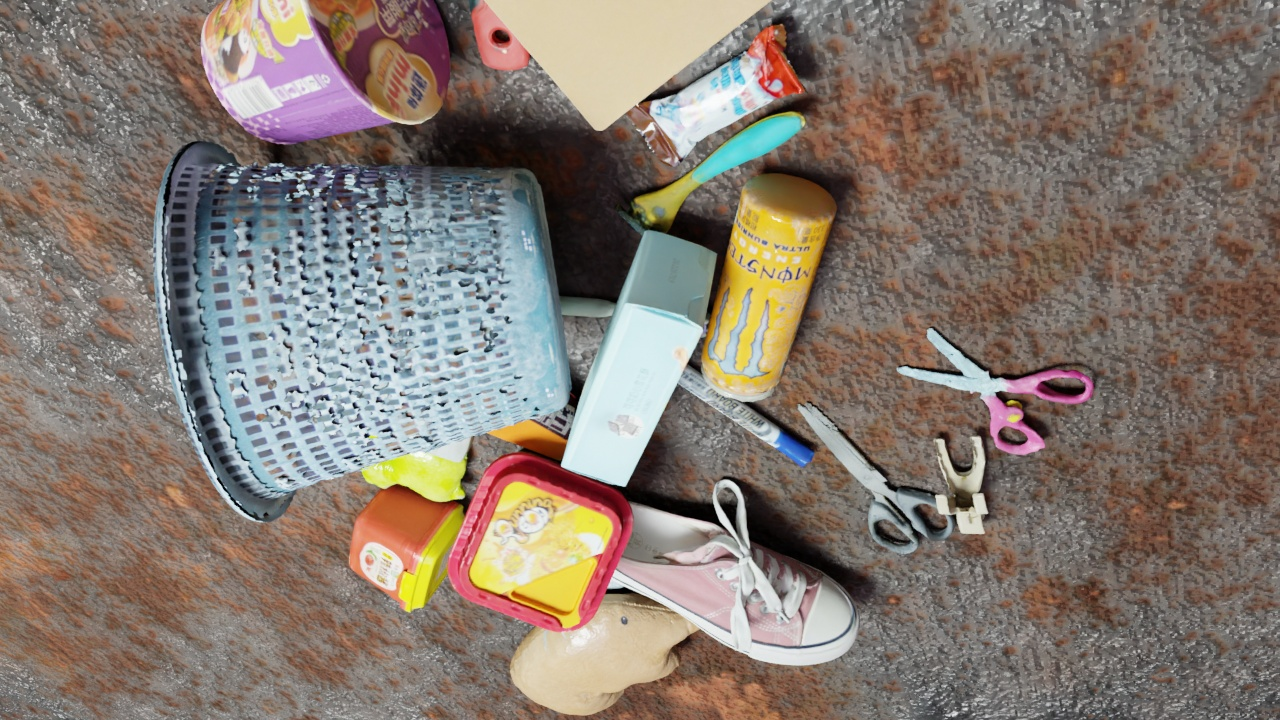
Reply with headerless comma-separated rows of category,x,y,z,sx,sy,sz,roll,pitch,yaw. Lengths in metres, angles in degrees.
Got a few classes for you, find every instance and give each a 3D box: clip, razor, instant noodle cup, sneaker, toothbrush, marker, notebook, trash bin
clip,0.240,0.107,0.681,0.035,0.094,0.102,-5,118,22
razor,0.045,-0.114,0.561,0.133,0.028,0.043,-30,119,33
instant noodle cup,-0.076,0.127,0.705,0.116,0.123,0.116,23,95,-8
sneaker,0.075,0.174,0.744,0.241,0.118,0.088,24,149,-3
toothbrush,-0.046,-0.035,0.648,0.189,0.020,0.029,6,168,6
marker,0.071,0.037,0.686,0.145,0.016,0.017,34,126,-17
notebook,0.010,-0.232,0.473,0.208,0.008,0.148,-31,119,25
trash bin,-0.147,-0.029,0.558,0.195,0.226,0.227,-8,129,-6
instant noodle cup,-0.178,-0.174,0.512,0.099,0.111,0.111,-10,127,29

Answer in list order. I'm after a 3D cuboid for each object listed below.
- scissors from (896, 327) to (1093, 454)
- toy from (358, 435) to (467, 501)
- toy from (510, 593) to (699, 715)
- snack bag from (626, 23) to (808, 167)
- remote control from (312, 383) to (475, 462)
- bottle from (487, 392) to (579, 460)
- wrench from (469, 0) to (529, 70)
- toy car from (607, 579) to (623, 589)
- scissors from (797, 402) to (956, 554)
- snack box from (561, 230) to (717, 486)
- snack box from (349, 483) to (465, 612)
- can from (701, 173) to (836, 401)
scissors,0.250,0.015,0.638,0.135,0.017,0.108,40,128,-17
toy,-0.193,0.083,0.762,0.100,0.031,0.097,-13,121,19
toy,-0.026,0.260,0.849,0.143,0.082,0.227,25,129,-35
snack bag,0.045,-0.152,0.533,0.105,0.026,0.045,-24,123,28
remote control,-0.200,0.033,0.720,0.150,0.021,0.058,17,120,4
bottle,-0.074,0.041,0.692,0.149,0.066,0.067,33,127,-26
wrench,-0.087,-0.280,0.460,0.056,0.016,0.274,1,129,10
toy car,-0.045,0.169,0.806,0.049,0.031,0.105,-24,122,29
scissors,0.186,0.087,0.712,0.133,0.014,0.175,-1,125,13
snack box,-0.004,0.004,0.609,0.051,0.074,0.175,18,136,-5
snack box,-0.204,0.158,0.800,0.080,0.081,0.091,26,129,6
can,0.079,-0.045,0.592,0.058,0.058,0.146,11,129,1
